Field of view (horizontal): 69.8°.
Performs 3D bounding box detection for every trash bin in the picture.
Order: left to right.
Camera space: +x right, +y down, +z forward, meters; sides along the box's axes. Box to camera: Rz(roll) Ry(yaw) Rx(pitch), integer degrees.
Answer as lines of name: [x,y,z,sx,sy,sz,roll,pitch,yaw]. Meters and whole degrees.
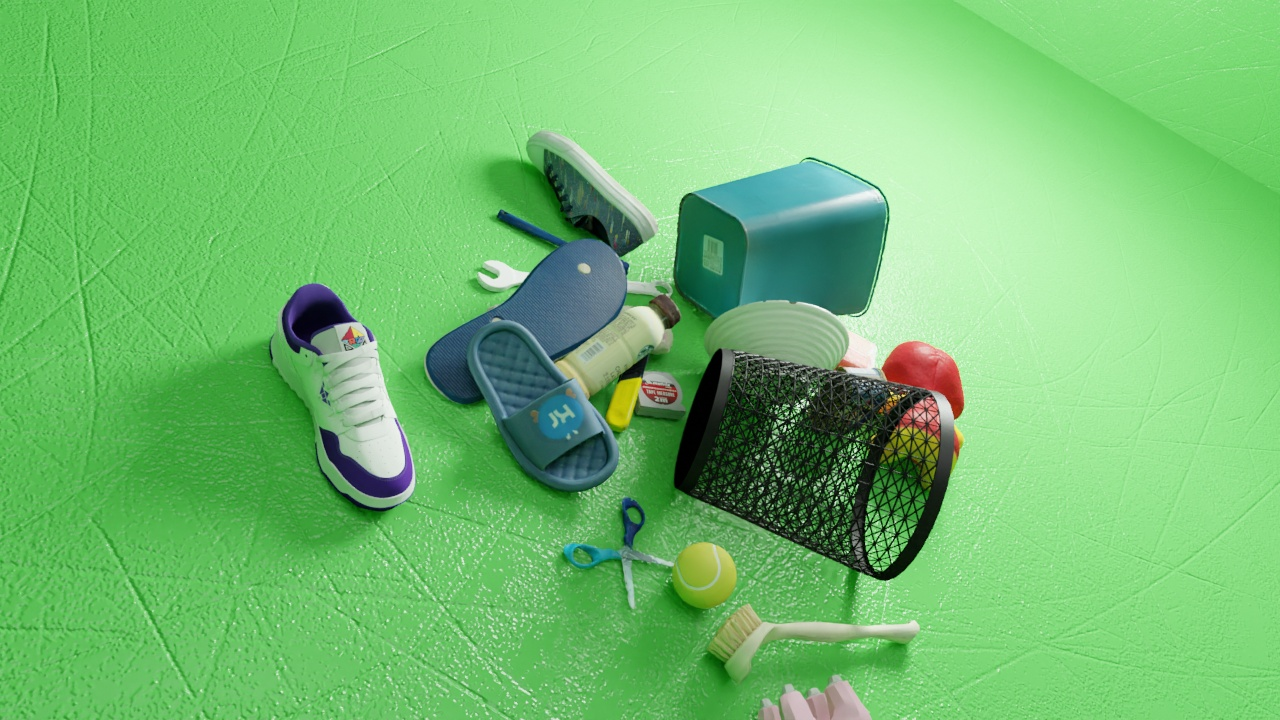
trash bin: [0.179,-0.152,1.238,0.218,0.197,0.199,-13,34,-29]
trash bin: [0.178,0.100,1.010,0.243,0.218,0.216,18,44,-4]

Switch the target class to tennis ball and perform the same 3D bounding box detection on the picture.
tennis ball: [0.065,0.218,0.930,0.065,0.065,0.065,15,45,-16]

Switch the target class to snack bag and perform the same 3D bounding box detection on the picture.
snack bag: [0.273,-0.016,1.284,0.116,0.036,0.076,27,42,-4]

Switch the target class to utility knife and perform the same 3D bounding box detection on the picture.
utility knife: [-0.006,0.006,1.088,0.029,0.020,0.173,17,61,1]

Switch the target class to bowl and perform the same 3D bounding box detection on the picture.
bowl: [0.164,0.007,1.111,0.177,0.178,0.070,15,56,-16]

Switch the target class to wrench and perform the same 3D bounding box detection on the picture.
wrench: [-0.080,-0.100,1.191,0.273,0.009,0.047,2,49,-27]

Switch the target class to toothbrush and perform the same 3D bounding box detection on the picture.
toothbrush: [-0.102,-0.158,1.220,0.190,0.017,0.016,24,38,-1]

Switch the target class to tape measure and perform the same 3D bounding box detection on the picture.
tape measure: [0.020,0.042,1.103,0.060,0.020,0.062,8,46,-22]

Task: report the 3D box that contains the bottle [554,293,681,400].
bottle: [-0.025,-0.016,1.058,0.162,0.057,0.056,-37,72,-16]

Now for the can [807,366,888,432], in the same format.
can: [0.263,0.050,1.170,0.059,0.100,0.053,4,52,-24]

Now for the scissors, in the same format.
scissors: [-0.018,0.193,0.946,0.127,0.014,0.132,17,43,-15]

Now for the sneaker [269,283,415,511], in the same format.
sneaker: [-0.281,0.024,0.889,0.091,0.111,0.244,-19,61,-39]

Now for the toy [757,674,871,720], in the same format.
toy: [0.167,0.377,0.838,0.123,0.067,0.157,2,54,-29]

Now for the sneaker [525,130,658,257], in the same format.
sneaker: [-0.084,-0.229,1.264,0.235,0.087,0.079,41,75,18]

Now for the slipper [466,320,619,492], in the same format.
slipper: [-0.109,0.048,0.973,0.103,0.059,0.213,-36,83,-17]

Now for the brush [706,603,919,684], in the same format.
brush: [0.186,0.285,0.949,0.271,0.062,0.077,5,52,-30]

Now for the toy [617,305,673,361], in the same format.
toy: [-0.001,-0.034,1.147,0.087,0.050,0.112,27,38,-3]

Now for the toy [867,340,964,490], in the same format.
toy: [0.375,0.062,1.228,0.147,0.099,0.215,32,46,-12]

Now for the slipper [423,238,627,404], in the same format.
slipper: [-0.126,-0.039,1.076,0.118,0.060,0.294,46,58,9]
